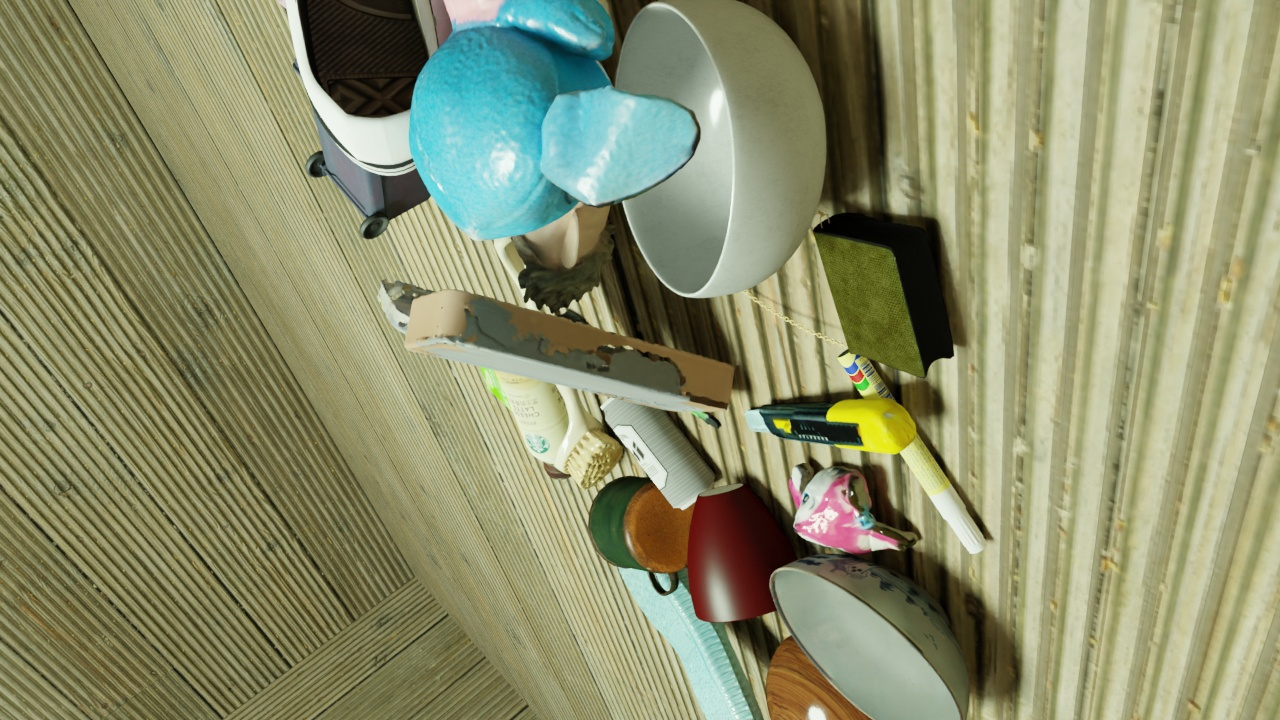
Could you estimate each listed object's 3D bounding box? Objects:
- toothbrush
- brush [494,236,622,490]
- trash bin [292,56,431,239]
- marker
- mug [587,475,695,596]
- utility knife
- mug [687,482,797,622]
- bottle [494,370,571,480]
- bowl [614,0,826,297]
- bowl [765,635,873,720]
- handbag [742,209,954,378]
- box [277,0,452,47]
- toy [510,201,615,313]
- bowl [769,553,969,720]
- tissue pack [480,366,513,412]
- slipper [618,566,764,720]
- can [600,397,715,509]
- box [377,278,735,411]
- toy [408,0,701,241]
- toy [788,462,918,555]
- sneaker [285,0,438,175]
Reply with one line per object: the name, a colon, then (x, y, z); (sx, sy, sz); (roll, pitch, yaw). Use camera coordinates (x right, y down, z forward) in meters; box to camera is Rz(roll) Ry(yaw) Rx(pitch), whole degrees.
toothbrush: (-0.004, 0.004, 0.741); (0.188, 0.017, 0.014); (34, 153, 33)
brush: (-0.076, 0.005, 0.831); (0.077, 0.061, 0.272); (9, 128, 37)
trash bin: (-0.236, -0.199, 0.794); (0.094, 0.092, 0.161); (47, 155, 16)
marker: (0.150, 0.049, 0.505); (0.132, 0.014, 0.014); (56, 157, -3)
mug: (0.012, 0.158, 0.814); (0.081, 0.084, 0.111); (-14, 94, 64)
utility knife: (0.103, 0.039, 0.557); (0.029, 0.020, 0.198); (58, 165, -6)
mug: (0.075, 0.141, 0.711); (0.114, 0.087, 0.088); (-7, -98, -82)
bottle: (-0.098, 0.052, 0.920); (0.056, 0.056, 0.162); (30, 147, 43)
bowl: (0.041, -0.099, 0.428); (0.132, 0.064, 0.132); (168, 90, -70)
bowl: (0.155, 0.318, 0.789); (0.147, 0.068, 0.147); (42, 154, 26)
handbag: (0.087, -0.048, 0.490); (0.178, 0.027, 0.084); (26, 145, 56)
box: (-0.145, -0.239, 0.642); (0.232, 0.098, 0.115); (44, 113, 24)
toy: (-0.046, -0.116, 0.580); (0.132, 0.076, 0.176); (-108, 19, -45)
bowl: (0.159, 0.176, 0.603); (0.151, 0.056, 0.151); (41, 155, 24)
tissue pack: (-0.140, 0.009, 0.972); (0.099, 0.034, 0.114); (34, 148, 41)
slipper: (0.054, 0.248, 0.886); (0.276, 0.069, 0.116); (57, 157, 30)
can: (0.015, 0.069, 0.748); (0.106, 0.043, 0.044); (52, 157, 5)
box: (-0.058, -0.010, 0.620); (0.157, 0.216, 0.063); (33, 105, 56)
toy: (-0.052, -0.150, 0.434); (0.224, 0.098, 0.191); (22, 107, 60)
toy: (0.122, 0.101, 0.592); (0.065, 0.050, 0.102); (54, 162, -11)
sneaker: (-0.166, -0.235, 0.520); (0.097, 0.091, 0.245); (-170, 74, -78)
